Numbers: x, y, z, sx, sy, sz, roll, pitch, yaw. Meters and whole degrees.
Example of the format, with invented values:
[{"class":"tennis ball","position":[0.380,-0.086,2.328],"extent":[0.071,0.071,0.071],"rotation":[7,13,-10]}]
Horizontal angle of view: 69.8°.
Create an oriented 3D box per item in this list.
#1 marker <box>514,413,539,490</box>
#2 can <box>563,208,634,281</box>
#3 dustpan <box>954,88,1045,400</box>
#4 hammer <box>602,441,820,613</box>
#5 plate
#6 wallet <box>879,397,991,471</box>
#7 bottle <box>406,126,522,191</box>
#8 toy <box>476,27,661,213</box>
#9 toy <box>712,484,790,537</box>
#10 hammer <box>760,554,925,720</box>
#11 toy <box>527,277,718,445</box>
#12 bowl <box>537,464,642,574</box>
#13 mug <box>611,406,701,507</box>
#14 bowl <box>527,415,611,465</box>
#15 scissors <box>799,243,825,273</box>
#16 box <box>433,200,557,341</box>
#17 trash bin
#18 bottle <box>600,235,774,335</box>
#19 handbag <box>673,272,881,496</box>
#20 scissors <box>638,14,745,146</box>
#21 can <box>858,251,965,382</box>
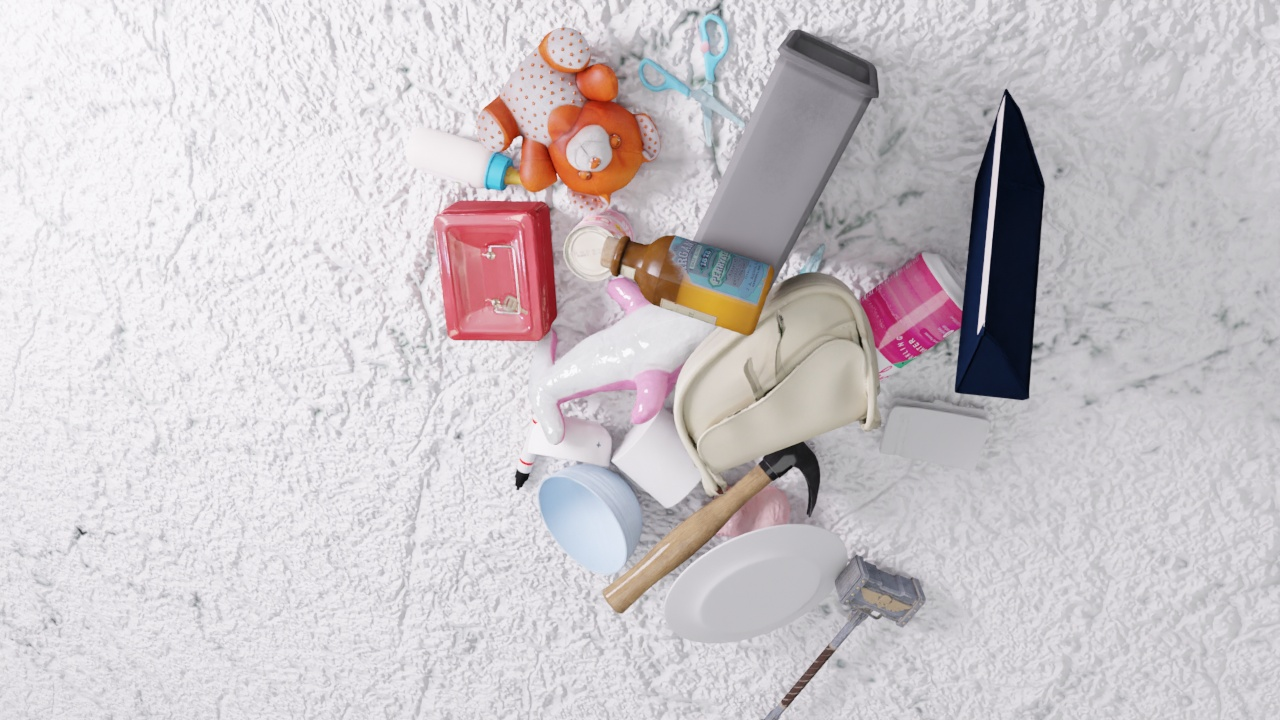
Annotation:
[{"class":"marker","position":[-0.143,0.114,1.203],"extent":[0.019,0.019,0.146],"rotation":[22,116,3]},{"class":"can","position":[-0.046,-0.132,1.041],"extent":[0.067,0.076,0.067],"rotation":[5,114,10]},{"class":"dustpan","position":[0.362,-0.084,0.893],"extent":[0.080,0.273,0.236],"rotation":[7,73,13]},{"class":"hammer","position":[0.083,0.200,1.109],"extent":[0.305,0.040,0.132],"rotation":[-41,85,3]},{"class":"plate","position":[0.147,0.287,1.140],"extent":[0.242,0.016,0.243],"rotation":[-10,134,-11]},{"class":"wallet","position":[0.342,0.084,1.073],"extent":[0.116,0.032,0.086],"rotation":[12,126,5]},{"class":"bottle","position":[-0.193,-0.224,1.049],"extent":[0.146,0.051,0.051],"rotation":[18,116,5]},{"class":"toy","position":[-0.073,-0.249,0.988],"extent":[0.172,0.092,0.164],"rotation":[42,110,-9]},{"class":"toy","position":[0.136,0.201,1.160],"extent":[0.105,0.053,0.108],"rotation":[18,112,16]},{"class":"hammer","position":[0.240,0.394,1.211],"extent":[0.098,0.044,0.323],"rotation":[23,117,-13]},{"class":"toy","position":[-0.006,0.006,1.087],"extent":[0.266,0.186,0.128],"rotation":[-20,149,19]},{"class":"bowl","position":[-0.053,0.191,1.173],"extent":[0.151,0.074,0.151],"rotation":[24,131,31]},{"class":"mug","position":[0.019,0.125,1.135],"extent":[0.090,0.090,0.122],"rotation":[41,132,-6]},{"class":"bowl","position":[-0.086,0.097,1.142],"extent":[0.105,0.105,0.054],"rotation":[7,83,10]},{"class":"scissors","position":[0.173,-0.059,1.059],"extent":[0.076,0.017,0.174],"rotation":[28,113,4]},{"class":"box","position":[-0.167,-0.103,1.077],"extent":[0.129,0.086,0.158],"rotation":[3,113,13]},{"class":"trash bin","position":[0.139,-0.196,0.909],"extent":[0.097,0.191,0.220],"rotation":[26,118,1]},{"class":"bottle","position":[0.039,-0.078,0.847],"extent":[0.157,0.067,0.068],"rotation":[18,116,5]},{"class":"handbag","position":[0.136,0.030,0.936],"extent":[0.229,0.131,0.184],"rotation":[-23,100,13]},{"class":"scissors","position":[0.052,-0.296,0.983],"extent":[0.126,0.015,0.136],"rotation":[0,108,14]},{"class":"can","position":[0.275,-0.039,1.000],"extent":[0.166,0.088,0.088],"rotation":[-39,100,24]}]
